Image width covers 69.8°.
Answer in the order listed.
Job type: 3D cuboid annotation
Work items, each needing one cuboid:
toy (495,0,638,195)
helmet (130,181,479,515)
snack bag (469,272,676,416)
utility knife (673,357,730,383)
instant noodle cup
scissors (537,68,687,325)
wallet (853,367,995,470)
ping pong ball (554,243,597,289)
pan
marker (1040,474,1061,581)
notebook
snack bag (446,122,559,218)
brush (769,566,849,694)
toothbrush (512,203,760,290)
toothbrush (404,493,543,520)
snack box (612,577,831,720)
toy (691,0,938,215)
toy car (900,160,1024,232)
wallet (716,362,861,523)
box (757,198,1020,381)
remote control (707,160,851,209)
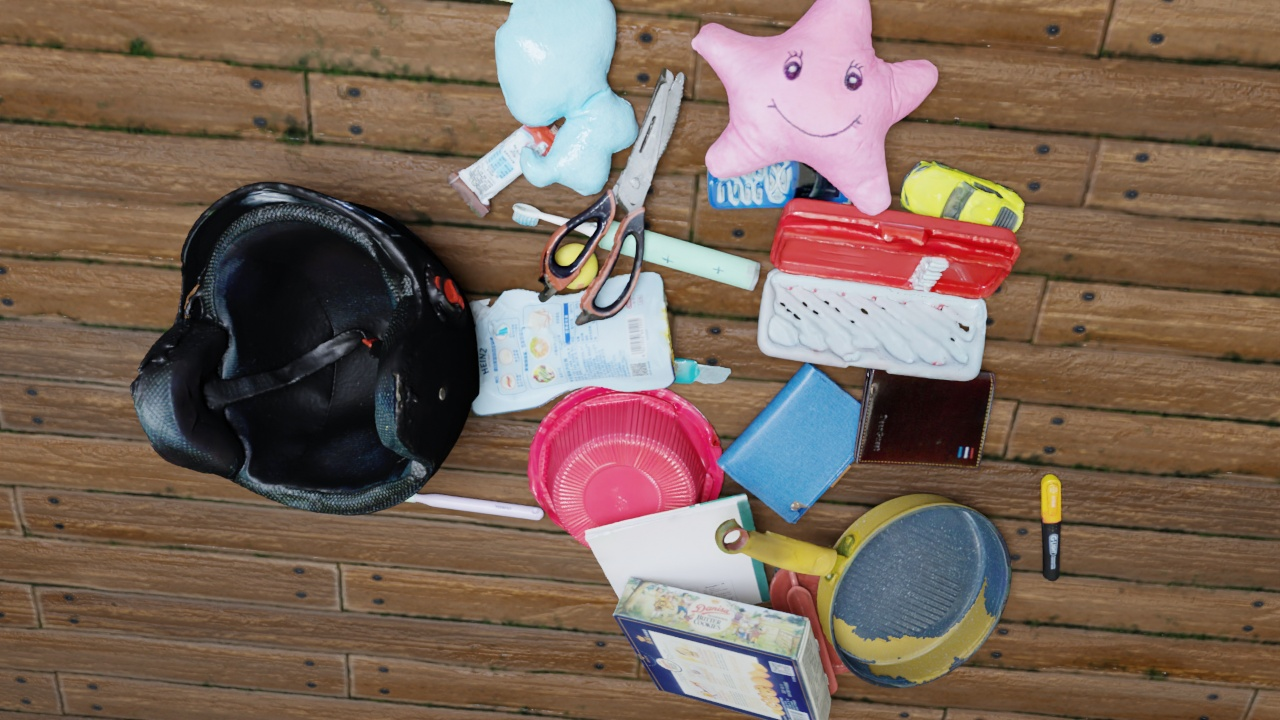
[{"bbox_3d":[-0.062,-0.224,0.738,0.156,0.050,0.161,34,95,-28],"label":"toy"},{"bbox_3d":[-0.248,-0.011,0.747,0.234,0.229,0.275,-3,105,11],"label":"helmet"},{"bbox_3d":[-0.067,-0.015,0.833,0.191,0.038,0.110,-8,99,5],"label":"snack bag"},{"bbox_3d":[-0.005,0.005,0.858,0.179,0.013,0.029,5,109,0],"label":"utility knife"},{"bbox_3d":[-0.016,0.118,0.881,0.194,0.065,0.194,1,114,3],"label":"instant noodle cup"},{"bbox_3d":[-0.024,-0.136,0.759,0.192,0.015,0.207,-20,118,-7],"label":"scissors"},{"bbox_3d":[0.261,0.052,0.847,0.122,0.020,0.096,4,100,-8],"label":"wallet"},{"bbox_3d":[-0.058,-0.083,0.808,0.040,0.040,0.040,1,113,2],"label":"ping pong ball"},{"bbox_3d":[0.204,0.198,0.848,0.357,0.078,0.198,24,98,-22],"label":"pan"},{"bbox_3d":[0.408,0.169,0.911,0.018,0.015,0.124,-7,115,10],"label":"marker"},{"bbox_3d":[0.044,0.203,0.891,0.150,0.012,0.209,-13,139,5],"label":"notebook"},{"bbox_3d":[-0.113,-0.170,0.780,0.104,0.026,0.048,-38,103,17],"label":"snack bag"},{"bbox_3d":[0.171,0.268,0.934,0.063,0.069,0.146,-16,112,8],"label":"brush"},{"bbox_3d":[-0.003,-0.103,0.805,0.224,0.026,0.027,15,134,-4],"label":"toothbrush"},{"bbox_3d":[-0.191,0.141,0.923,0.189,0.029,0.021,8,154,-3],"label":"toothbrush"},{"bbox_3d":[0.083,0.288,0.888,0.183,0.045,0.178,7,142,25],"label":"snack box"},{"bbox_3d":[0.132,-0.219,0.724,0.194,0.074,0.179,16,101,-1],"label":"toy"},{"bbox_3d":[0.273,-0.133,0.777,0.105,0.032,0.048,19,113,-4],"label":"toy car"},{"bbox_3d":[0.153,0.079,0.869,0.106,0.040,0.133,38,102,-13],"label":"wallet"},{"bbox_3d":[0.209,-0.062,0.795,0.201,0.073,0.155,8,118,-1],"label":"box"},{"bbox_3d":[0.119,-0.155,0.778,0.125,0.024,0.049,-1,113,-1],"label":"remote control"}]
